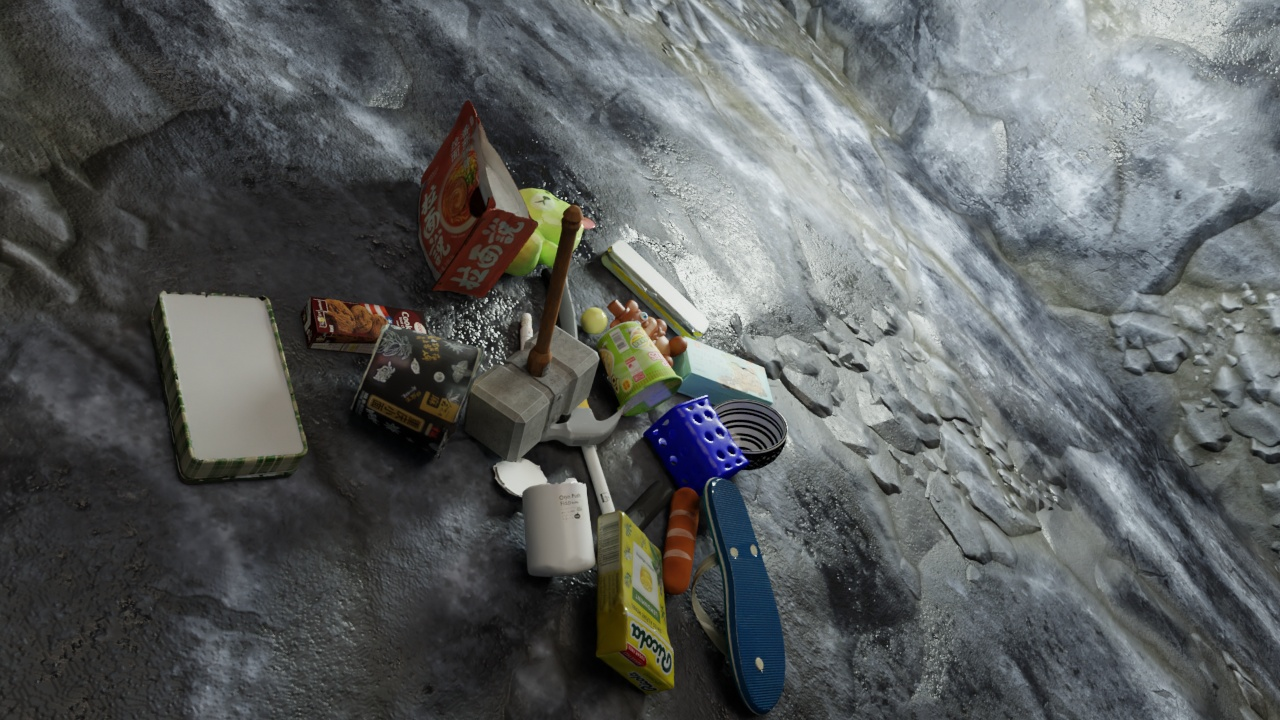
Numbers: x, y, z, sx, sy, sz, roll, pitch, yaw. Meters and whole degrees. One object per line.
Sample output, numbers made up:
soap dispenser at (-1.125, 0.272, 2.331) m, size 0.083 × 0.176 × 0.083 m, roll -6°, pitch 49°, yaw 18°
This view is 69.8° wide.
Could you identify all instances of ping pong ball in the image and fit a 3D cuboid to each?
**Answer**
ping pong ball at (-0.068, -0.058, 1.347) m, size 0.040 × 0.040 × 0.040 m, roll 26°, pitch 40°, yaw -24°

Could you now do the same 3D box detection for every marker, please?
marker at (-0.154, -0.007, 1.234) m, size 0.017 × 0.017 × 0.145 m, roll 22°, pitch 42°, yaw -28°
marker at (-0.056, 0.144, 1.180) m, size 0.020 × 0.017 × 0.133 m, roll -9°, pitch 58°, yaw -19°

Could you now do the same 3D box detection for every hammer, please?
hammer at (-0.104, -0.045, 1.040) m, size 0.083 × 0.319 × 0.162 m, roll 33°, pitch 45°, yaw 15°
hammer at (-0.099, -0.014, 1.270) m, size 0.127 × 0.029 × 0.323 m, roll 7°, pitch 45°, yaw -20°

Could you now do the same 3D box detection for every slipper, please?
slipper at (0.118, 0.295, 1.164) m, size 0.118 × 0.060 × 0.294 m, roll 13°, pitch 59°, yaw -46°

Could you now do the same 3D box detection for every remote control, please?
remote control at (-0.001, 0.200, 1.182) m, size 0.033 × 0.015 × 0.146 m, roll 48°, pitch 36°, yaw 4°

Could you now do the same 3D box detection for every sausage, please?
sausage at (0.051, 0.231, 1.178) m, size 0.039 × 0.044 × 0.163 m, roll 4°, pitch 40°, yaw 8°

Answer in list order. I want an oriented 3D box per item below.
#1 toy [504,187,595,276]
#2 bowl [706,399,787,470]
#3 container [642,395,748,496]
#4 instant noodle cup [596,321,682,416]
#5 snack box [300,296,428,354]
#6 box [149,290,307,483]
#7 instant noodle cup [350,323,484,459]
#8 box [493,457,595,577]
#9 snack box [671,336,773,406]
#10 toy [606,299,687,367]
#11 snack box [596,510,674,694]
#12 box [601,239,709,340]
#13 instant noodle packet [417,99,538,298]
toy at (-0.161, -0.185, 1.340) m, size 0.150 × 0.107 × 0.196 m, roll 30°, pitch 24°, yaw 15°
bowl at (0.154, 0.120, 1.357) m, size 0.120 × 0.066 × 0.120 m, roll 2°, pitch 37°, yaw -1°
container at (0.078, 0.123, 1.276) m, size 0.084 × 0.085 × 0.113 m, roll -15°, pitch 67°, yaw -48°
instant noodle cup at (-0.008, 0.008, 1.291) m, size 0.098 × 0.099 × 0.108 m, roll -4°, pitch 59°, yaw -46°
snack box at (-0.323, -0.037, 1.085) m, size 0.140 × 0.032 × 0.051 m, roll 7°, pitch 51°, yaw -41°
box at (-0.416, 0.023, 0.923) m, size 0.117 × 0.051 × 0.205 m, roll -2°, pitch 56°, yaw -42°
instant noodle cup at (-0.251, 0.028, 1.019) m, size 0.112 × 0.138 × 0.137 m, roll 22°, pitch 41°, yaw -13°
box at (-0.113, 0.173, 1.058) m, size 0.084 × 0.126 × 0.155 m, roll 6°, pitch 71°, yaw -36°
snack box at (0.125, 0.028, 1.442) m, size 0.174 × 0.053 × 0.074 m, roll 21°, pitch 41°, yaw -31°
toy at (0.005, -0.042, 1.369) m, size 0.127 × 0.065 × 0.094 m, roll 48°, pitch 52°, yaw -16°
snack box at (-0.006, 0.270, 1.043) m, size 0.121 × 0.045 × 0.180 m, roll 53°, pitch 24°, yaw -42°
box at (0.026, -0.114, 1.499) m, size 0.210 × 0.037 × 0.064 m, roll 43°, pitch 34°, yaw -2°
instant noodle packet at (-0.236, -0.220, 1.236) m, size 0.083 × 0.165 × 0.220 m, roll 5°, pitch 52°, yaw -39°
